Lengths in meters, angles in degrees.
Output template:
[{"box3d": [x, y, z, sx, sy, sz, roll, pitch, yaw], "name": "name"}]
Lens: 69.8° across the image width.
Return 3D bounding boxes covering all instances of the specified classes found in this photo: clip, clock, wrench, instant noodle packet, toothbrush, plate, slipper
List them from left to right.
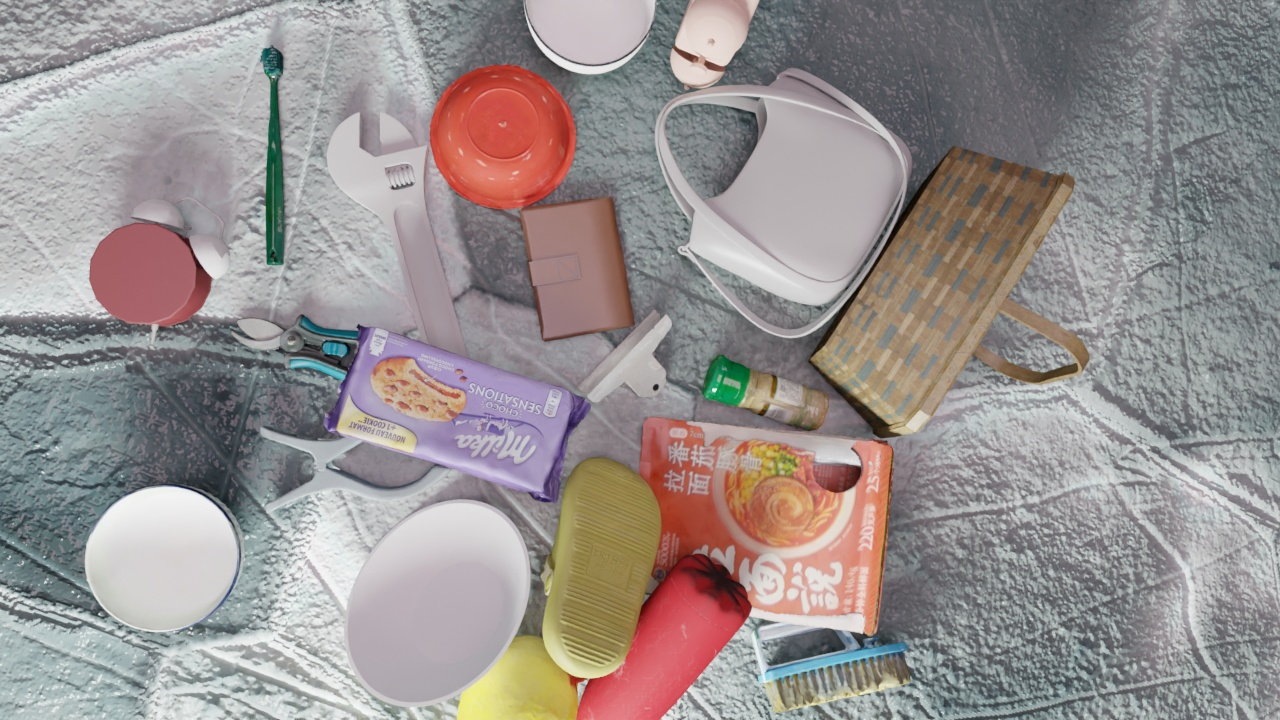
[{"box3d": [-0.402, -0.079, 0.769, 0.087, 0.044, 0.124, 37, 85, -5], "name": "clock"}, {"box3d": [-0.318, -0.178, 0.794, 0.016, 0.017, 0.189, -1, 89, -7], "name": "toothbrush"}, {"box3d": [-0.244, 0.103, 0.794, 0.163, 0.028, 0.106, 0, 88, -6], "name": "clip"}, {"box3d": [-0.205, -0.084, 0.807, 0.086, 0.018, 0.273, -15, 92, -7], "name": "wrench"}, {"box3d": [-0.163, 0.204, 0.769, 0.174, 0.036, 0.173, -12, 54, 17], "name": "plate"}, {"box3d": [-0.039, 0.178, 0.779, 0.091, 0.082, 0.190, 20, 53, -14], "name": "slipper"}, {"box3d": [-0.006, 0.004, 0.827, 0.102, 0.054, 0.057, -45, 59, -5], "name": "clip"}, {"box3d": [0.065, -0.325, 0.784, 0.086, 0.131, 0.160, 14, 88, -6], "name": "clock"}, {"box3d": [0.103, 0.140, 0.815, 0.221, 0.084, 0.164, 6, 91, 12], "name": "instant noodle packet"}]

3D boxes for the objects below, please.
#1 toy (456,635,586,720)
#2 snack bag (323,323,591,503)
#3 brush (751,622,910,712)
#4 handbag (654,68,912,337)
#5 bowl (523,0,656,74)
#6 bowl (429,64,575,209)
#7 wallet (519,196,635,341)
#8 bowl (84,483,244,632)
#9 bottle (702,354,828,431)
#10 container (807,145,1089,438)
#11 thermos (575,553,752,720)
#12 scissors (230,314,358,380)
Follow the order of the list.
[{"box3d": [-0.122, 0.305, 0.750, 0.092, 0.134, 0.207, 40, 83, -11], "name": "toy"}, {"box3d": [-0.151, 0.047, 0.772, 0.205, 0.058, 0.096, 20, 73, -15], "name": "snack bag"}, {"box3d": [0.174, 0.267, 0.829, 0.136, 0.055, 0.075, -10, 68, -7], "name": "brush"}, {"box3d": [0.108, -0.155, 0.809, 0.222, 0.095, 0.215, 30, 84, 0], "name": "handbag"}, {"box3d": [-0.045, -0.305, 0.805, 0.113, 0.063, 0.113, 0, 90, -6], "name": "bowl"}, {"box3d": [-0.121, -0.201, 0.804, 0.130, 0.045, 0.130, 0, 89, -7], "name": "bowl"}, {"box3d": [-0.057, -0.083, 0.825, 0.087, 0.013, 0.121, -10, 90, -11], "name": "wallet"}, {"box3d": [-0.383, 0.158, 0.759, 0.118, 0.062, 0.118, 0, 89, -7], "name": "bowl"}, {"box3d": [0.114, 0.030, 0.830, 0.111, 0.043, 0.043, 18, 87, -7], "name": "bottle"}, {"box3d": [0.285, -0.039, 0.796, 0.186, 0.157, 0.250, 33, 85, 6], "name": "container"}, {"box3d": [-0.003, 0.272, 0.778, 0.073, 0.073, 0.240, 36, 104, -5], "name": "thermos"}, {"box3d": [-0.272, -0.013, 0.797, 0.149, 0.019, 0.131, -31, 91, -5], "name": "scissors"}]
